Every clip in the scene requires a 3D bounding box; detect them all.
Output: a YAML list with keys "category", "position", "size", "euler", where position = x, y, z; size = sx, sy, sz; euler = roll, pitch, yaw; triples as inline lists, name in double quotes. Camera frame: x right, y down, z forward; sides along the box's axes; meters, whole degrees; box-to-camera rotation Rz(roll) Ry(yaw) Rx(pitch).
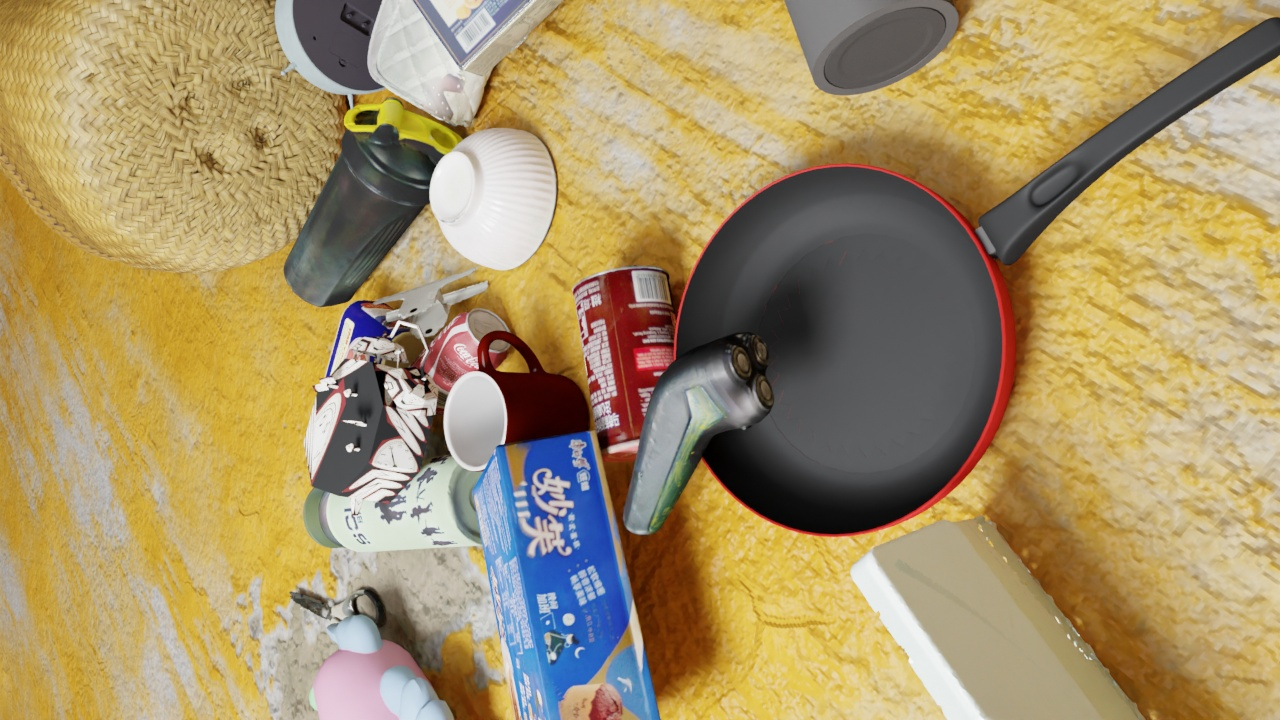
- category: "clip"
  position: [-0.184, -0.051, 0.769]
  size: [0.102, 0.058, 0.050]
  euler: [-17, 115, 13]

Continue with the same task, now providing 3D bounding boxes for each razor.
- category: "razor"
  position: [0.030, 0.049, 0.544]
  size: [0.067, 0.053, 0.152]
  euler: [34, 120, 21]

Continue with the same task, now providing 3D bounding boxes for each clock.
- category: "clock"
  position: [-0.267, -0.320, 0.844]
  size: [0.045, 0.122, 0.159]
  euler: [8, 80, 45]
- category: "clock"
  position: [-0.217, 0.037, 0.732]
  size: [0.115, 0.065, 0.155]
  euler: [37, 103, 43]

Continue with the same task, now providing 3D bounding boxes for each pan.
- category: "pan"
  position: [0.157, -0.043, 0.486]
  size: [0.357, 0.067, 0.208]
  euler: [-37, 64, 34]

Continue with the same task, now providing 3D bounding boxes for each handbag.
- category: "handbag"
  position: [-0.164, -0.310, 0.782]
  size: [0.139, 0.072, 0.195]
  euler: [34, 110, 35]

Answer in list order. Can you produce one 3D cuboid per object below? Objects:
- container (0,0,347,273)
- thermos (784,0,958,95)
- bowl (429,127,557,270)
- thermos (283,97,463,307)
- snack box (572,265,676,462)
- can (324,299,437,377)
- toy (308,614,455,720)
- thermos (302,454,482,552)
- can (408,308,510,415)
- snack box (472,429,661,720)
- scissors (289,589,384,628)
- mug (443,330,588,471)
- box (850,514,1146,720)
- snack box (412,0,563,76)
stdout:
- category: "container"
  position: [-0.435, -0.239, 0.873]
  size: [0.197, 0.306, 0.307]
  euler: [15, 97, 33]
- category: "thermos"
  position: [0.104, -0.282, 0.538]
  size: [0.082, 0.082, 0.240]
  euler: [-28, 70, 37]
- category: "bowl"
  position: [-0.130, -0.136, 0.749]
  size: [0.118, 0.062, 0.118]
  euler: [-3, 85, 41]
- category: "thermos"
  position: [-0.254, -0.140, 0.841]
  size: [0.221, 0.098, 0.098]
  euler: [-42, 62, 36]
- category: "snack box"
  position: [-0.004, 0.004, 0.625]
  size: [0.072, 0.072, 0.121]
  euler: [-21, 73, 39]
- category: "can"
  position: [-0.240, 0.011, 0.843]
  size: [0.092, 0.056, 0.116]
  euler: [32, 108, 39]
- category: "toy"
  position: [-0.210, 0.298, 0.771]
  size: [0.172, 0.119, 0.222]
  euler: [-52, 57, 38]
- category: "thermos"
  position: [-0.206, 0.124, 0.796]
  size: [0.232, 0.082, 0.082]
  euler: [-13, 79, 41]
- category: "can"
  position: [-0.153, 0.001, 0.767]
  size: [0.097, 0.054, 0.054]
  euler: [-40, 63, 33]
- category: "snack box"
  position: [-0.056, 0.166, 0.620]
  size: [0.155, 0.069, 0.202]
  euler: [131, 128, -65]
- category: "scissors"
  position: [-0.304, 0.243, 0.916]
  size: [0.171, 0.012, 0.121]
  euler: [40, 110, 37]
- category: "mug"
  position: [-0.095, 0.030, 0.695]
  size: [0.073, 0.082, 0.105]
  euler: [-15, 78, 40]
- category: "box"
  position: [0.188, 0.156, 0.403]
  size: [0.041, 0.134, 0.197]
  euler: [-54, 56, 38]
- category: "snack box"
  position: [-0.118, -0.320, 0.695]
  size: [0.145, 0.042, 0.145]
  euler: [-36, 86, 22]
